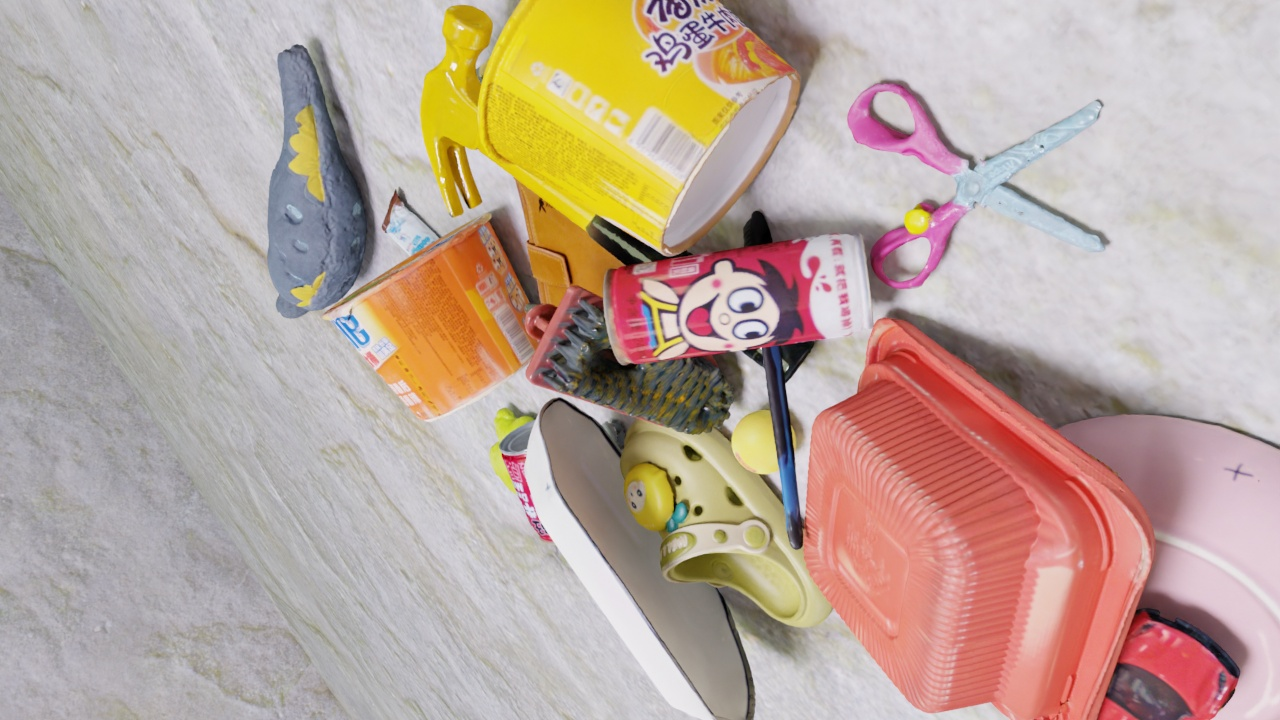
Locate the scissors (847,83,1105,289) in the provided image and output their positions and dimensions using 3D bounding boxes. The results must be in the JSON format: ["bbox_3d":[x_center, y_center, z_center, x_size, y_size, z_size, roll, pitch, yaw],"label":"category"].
[{"bbox_3d":[0.144,-0.084,0.416,0.130,0.017,0.134,59,141,3],"label":"scissors"}]

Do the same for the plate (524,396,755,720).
[{"bbox_3d":[-0.004,0.147,0.654,0.034,0.161,0.265,-33,97,13],"label":"plate"}]

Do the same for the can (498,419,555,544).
[{"bbox_3d":[-0.074,0.102,0.784,0.067,0.066,0.094,4,118,50],"label":"can"}]

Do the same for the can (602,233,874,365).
[{"bbox_3d":[0.051,-0.032,0.478,0.133,0.053,0.053,-7,116,12],"label":"can"}]

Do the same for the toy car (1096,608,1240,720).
[{"bbox_3d":[0.224,0.154,0.415,0.049,0.031,0.106,36,138,27],"label":"toy car"}]

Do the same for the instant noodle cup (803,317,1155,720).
[{"bbox_3d":[0.143,0.088,0.448,0.188,0.079,0.165,-130,30,-53],"label":"instant noodle cup"}]

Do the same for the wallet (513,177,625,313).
[{"bbox_3d":[-0.041,-0.068,0.647,0.119,0.035,0.131,15,126,38],"label":"wallet"}]

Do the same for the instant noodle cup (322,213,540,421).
[{"bbox_3d":[-0.153,-0.030,0.719,0.152,0.151,0.111,-11,116,54],"label":"instant noodle cup"}]

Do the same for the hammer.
[{"bbox_3d":[-0.023,-0.087,0.565,0.301,0.032,0.129,38,134,14],"label":"hammer"}]

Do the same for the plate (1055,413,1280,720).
[{"bbox_3d":[0.244,0.118,0.424,0.192,0.038,0.193,31,137,34],"label":"plate"}]

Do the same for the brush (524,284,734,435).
[{"bbox_3d":[-0.003,0.003,0.577,0.069,0.145,0.063,35,100,50],"label":"brush"}]

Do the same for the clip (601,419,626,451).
[{"bbox_3d":[-0.019,0.074,0.736,0.027,0.043,0.058,20,123,48],"label":"clip"}]

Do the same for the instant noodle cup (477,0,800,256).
[{"bbox_3d":[0.005,-0.127,0.460,0.110,0.137,0.138,39,142,11],"label":"instant noodle cup"}]

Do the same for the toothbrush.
[{"bbox_3d":[0.073,0.008,0.504,0.016,0.014,0.189,-23,70,57],"label":"toothbrush"}]

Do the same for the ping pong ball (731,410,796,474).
[{"bbox_3d":[0.078,0.051,0.578,0.040,0.040,0.040,31,138,34],"label":"ping pong ball"}]

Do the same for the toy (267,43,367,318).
[{"bbox_3d":[-0.325,-0.127,0.901,0.138,0.091,0.357,58,146,22],"label":"toy"}]

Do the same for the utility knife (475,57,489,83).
[{"bbox_3d":[-0.056,-0.199,0.580,0.191,0.020,0.031,-7,116,48],"label":"utility knife"}]

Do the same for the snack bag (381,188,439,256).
[{"bbox_3d":[-0.196,-0.104,0.813,0.104,0.026,0.048,46,130,17],"label":"snack bag"}]

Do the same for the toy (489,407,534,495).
[{"bbox_3d":[-0.112,0.091,0.855,0.097,0.031,0.100,14,126,43],"label":"toy"}]

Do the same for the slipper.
[{"bbox_3d":[0.049,0.116,0.632,0.190,0.081,0.092,45,141,15],"label":"slipper"}]
